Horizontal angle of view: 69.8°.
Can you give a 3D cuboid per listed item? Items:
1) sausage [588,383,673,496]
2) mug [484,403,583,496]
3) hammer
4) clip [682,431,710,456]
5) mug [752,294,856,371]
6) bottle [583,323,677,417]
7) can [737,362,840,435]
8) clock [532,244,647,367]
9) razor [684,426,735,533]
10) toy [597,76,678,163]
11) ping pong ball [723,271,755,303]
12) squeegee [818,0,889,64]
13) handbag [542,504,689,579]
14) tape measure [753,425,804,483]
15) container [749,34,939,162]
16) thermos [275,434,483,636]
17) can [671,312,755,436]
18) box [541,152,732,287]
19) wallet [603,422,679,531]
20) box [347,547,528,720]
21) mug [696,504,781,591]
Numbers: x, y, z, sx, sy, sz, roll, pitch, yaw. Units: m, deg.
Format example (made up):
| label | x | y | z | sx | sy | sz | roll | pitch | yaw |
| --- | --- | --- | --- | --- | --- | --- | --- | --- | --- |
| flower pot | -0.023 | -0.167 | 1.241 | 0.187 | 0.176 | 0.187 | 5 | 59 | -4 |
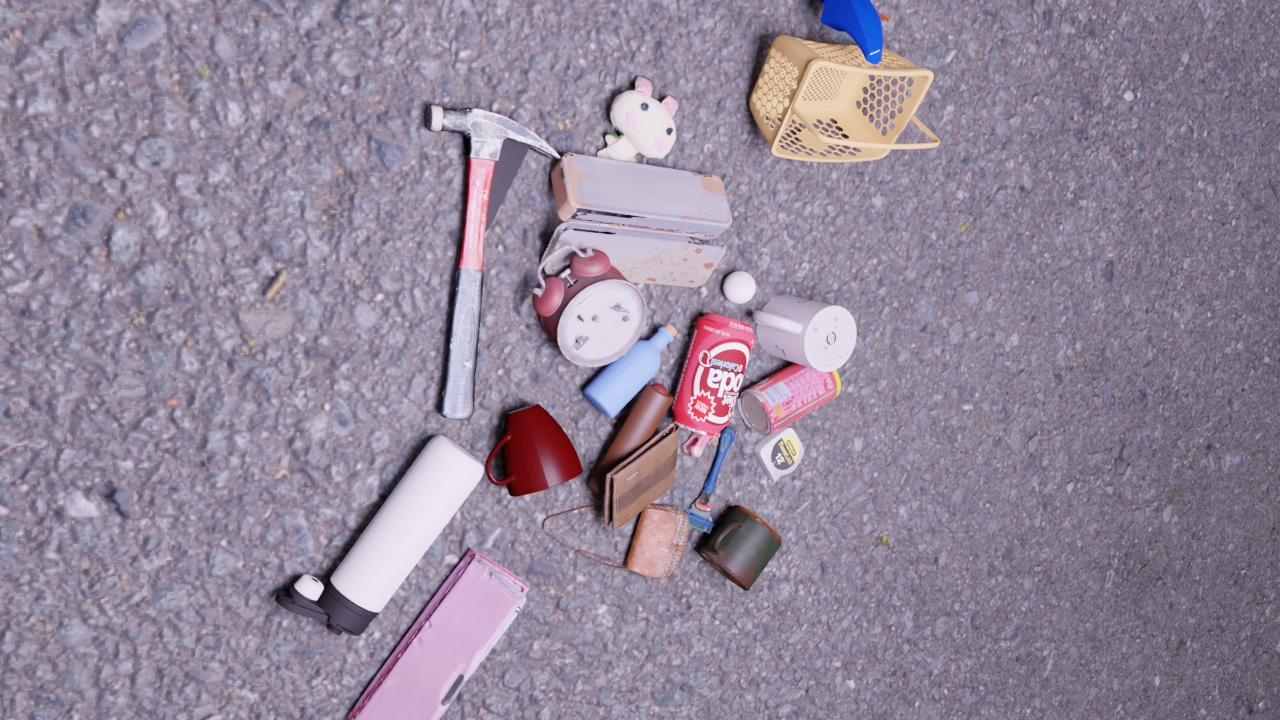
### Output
| label | x | y | z | sx | sy | sz | roll | pitch | yaw |
| --- | --- | --- | --- | --- | --- | --- | --- | --- | --- |
| sausage | -0.012 | 0.096 | 1.099 | 0.040 | 0.040 | 0.156 | 25 | 100 | -32 |
| mug | -0.128 | 0.099 | 1.019 | 0.113 | 0.087 | 0.088 | -20 | 94 | -43 |
| hammer | -0.171 | -0.097 | 0.975 | 0.140 | 0.036 | 0.326 | 3 | 101 | -29 |
| clip | 0.074 | 0.099 | 1.174 | 0.023 | 0.044 | 0.060 | 49 | 49 | -33 |
| mug | 0.196 | -0.041 | 1.160 | 0.119 | 0.096 | 0.083 | 16 | 93 | -32 |
| bottle | -0.006 | 0.006 | 1.085 | 0.131 | 0.048 | 0.048 | -46 | 120 | -13 |
| can | 0.195 | 0.044 | 1.199 | 0.124 | 0.067 | 0.067 | -27 | 114 | -22 |
| clock | -0.057 | -0.060 | 1.007 | 0.110 | 0.062 | 0.157 | -38 | 133 | -3 |
| razor | 0.095 | 0.153 | 1.197 | 0.044 | 0.018 | 0.141 | 21 | 90 | 4 |
| toy | 0.001 | -0.262 | 1.027 | 0.087 | 0.050 | 0.112 | 40 | 77 | -31 |
| ping pong ball | 0.123 | -0.091 | 1.139 | 0.040 | 0.040 | 0.040 | -7 | 106 | -28 |
| squeegee | 0.238 | -0.403 | 1.057 | 0.249 | 0.184 | 0.055 | 11 | 136 | -31 |
| handbag | -0.028 | 0.215 | 1.133 | 0.195 | 0.043 | 0.093 | 16 | 92 | -28 |
| tape measure | 0.189 | 0.126 | 1.245 | 0.065 | 0.017 | 0.064 | -38 | 118 | -16 |
| container | 0.240 | -0.291 | 1.069 | 0.183 | 0.167 | 0.129 | -6 | 137 | -30 |
| thermos | -0.271 | 0.180 | 0.969 | 0.101 | 0.068 | 0.229 | 39 | 83 | -22 |
| can | 0.088 | 0.016 | 1.126 | 0.074 | 0.074 | 0.142 | 14 | 95 | -32 |
| box | -0.007 | -0.155 | 1.052 | 0.216 | 0.096 | 0.114 | 2 | 70 | -30 |
| wallet | 0.002 | 0.140 | 1.101 | 0.120 | 0.027 | 0.099 | -34 | 144 | -35 |
| box | -0.212 | 0.338 | 1.015 | 0.099 | 0.107 | 0.232 | 43 | 80 | -31 |
| mug | 0.126 | 0.236 | 1.191 | 0.081 | 0.085 | 0.111 | -51 | 144 | -12 |
